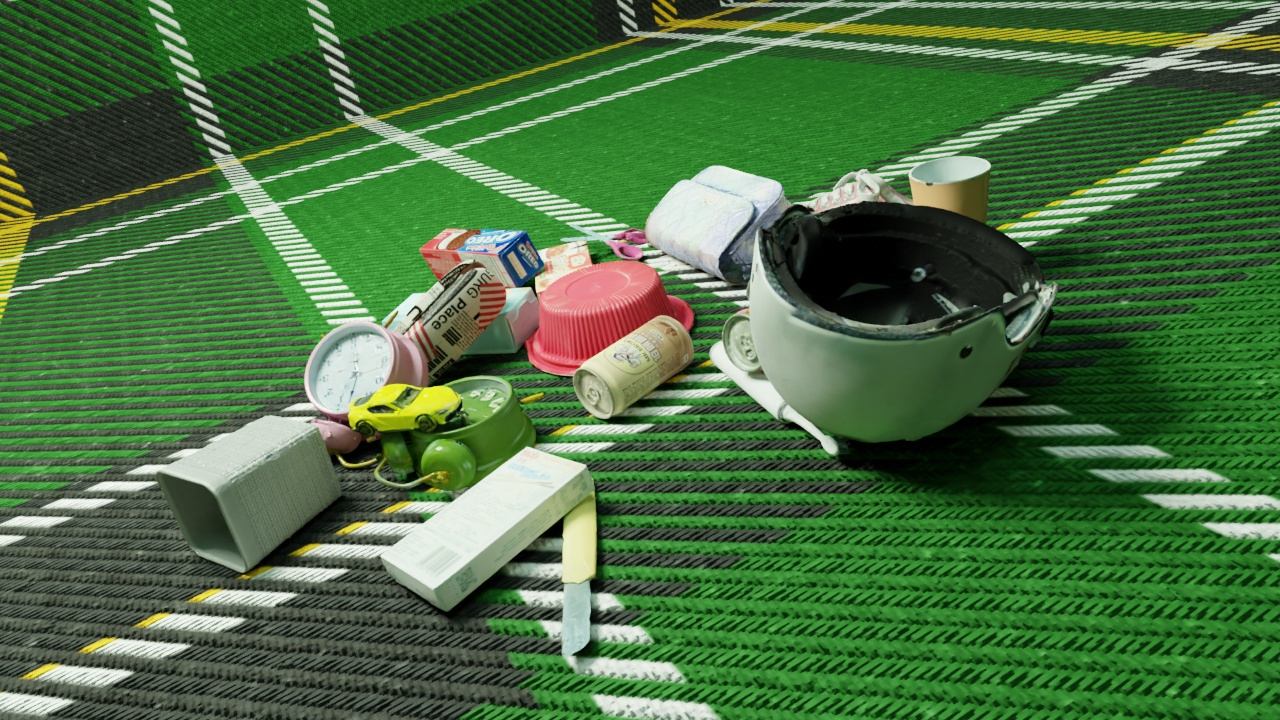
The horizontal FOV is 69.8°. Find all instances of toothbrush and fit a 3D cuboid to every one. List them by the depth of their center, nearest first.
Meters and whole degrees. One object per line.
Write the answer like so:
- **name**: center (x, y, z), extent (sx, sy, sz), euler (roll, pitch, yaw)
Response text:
- **toothbrush**: center (0.119, 0.032, 0.816), extent (0.026, 0.027, 0.221), euler (1, 21, -23)

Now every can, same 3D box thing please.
- **can**: center (0.146, -0.033, 0.862), extent (0.147, 0.058, 0.058), euler (-18, 25, -38)
- **can**: center (-0.005, 0.005, 0.888), extent (0.059, 0.058, 0.116), euler (16, 39, 43)

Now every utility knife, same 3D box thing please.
- **utility knife**: center (-0.048, 0.142, 0.691), extent (0.031, 0.022, 0.220), euler (-13, 20, 2)

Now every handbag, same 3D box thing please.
- **handbag**: center (0.097, -0.174, 1.142), extent (0.134, 0.075, 0.194), euler (-48, 33, -6)

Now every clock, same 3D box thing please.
- **clock**: center (-0.170, 0.071, 0.840), extent (0.116, 0.056, 0.160), euler (9, 35, 38)
- **clock**: center (-0.276, 0.034, 0.916), extent (0.117, 0.060, 0.158), euler (-16, 65, 10)

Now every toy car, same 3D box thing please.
- **toy car**: center (-0.210, 0.040, 0.819), extent (0.105, 0.032, 0.048), euler (-4, 28, 15)

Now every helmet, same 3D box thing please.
- **helmet**: center (0.198, -0.024, 0.746), extent (0.230, 0.157, 0.273), euler (22, 29, 22)

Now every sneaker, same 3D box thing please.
- **sneaker**: center (0.264, -0.184, 1.096), extent (0.241, 0.088, 0.118), euler (9, 34, 36)

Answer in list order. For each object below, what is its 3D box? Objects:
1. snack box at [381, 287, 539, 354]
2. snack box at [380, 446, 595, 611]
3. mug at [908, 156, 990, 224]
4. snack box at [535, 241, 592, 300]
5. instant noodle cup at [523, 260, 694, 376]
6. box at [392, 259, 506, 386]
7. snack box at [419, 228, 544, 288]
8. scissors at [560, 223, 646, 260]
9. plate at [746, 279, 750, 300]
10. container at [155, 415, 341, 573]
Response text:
- **snack box**: center (-0.211, -0.045, 1.083), extent (0.175, 0.052, 0.074), euler (-1, 31, 21)
- **snack box**: center (-0.119, 0.128, 0.727), extent (0.156, 0.027, 0.085), euler (-36, 30, -33)
- **mug**: center (0.321, -0.140, 0.948), extent (0.078, 0.123, 0.078), euler (-10, 27, 5)
- **snack box**: center (-0.098, -0.115, 1.194), extent (0.075, 0.025, 0.152), euler (-14, 27, -1)
- **instant noodle cup**: center (-0.041, -0.056, 1.015), extent (0.194, 0.066, 0.193), euler (-11, 28, 6)
- **box**: center (-0.212, -0.033, 0.993), extent (0.163, 0.075, 0.083), euler (-45, 70, -5)
- **snack box**: center (-0.214, -0.138, 1.229), extent (0.208, 0.058, 0.057), euler (11, 46, 48)
- **scissors**: center (-0.040, -0.166, 1.247), extent (0.133, 0.017, 0.129), euler (27, 36, 30)
- **plate**: center (0.204, -0.094, 1.005), extent (0.179, 0.024, 0.179), euler (-21, 25, 10)
- **container**: center (-0.338, 0.110, 0.808), extent (0.090, 0.090, 0.114), euler (7, 30, 33)
